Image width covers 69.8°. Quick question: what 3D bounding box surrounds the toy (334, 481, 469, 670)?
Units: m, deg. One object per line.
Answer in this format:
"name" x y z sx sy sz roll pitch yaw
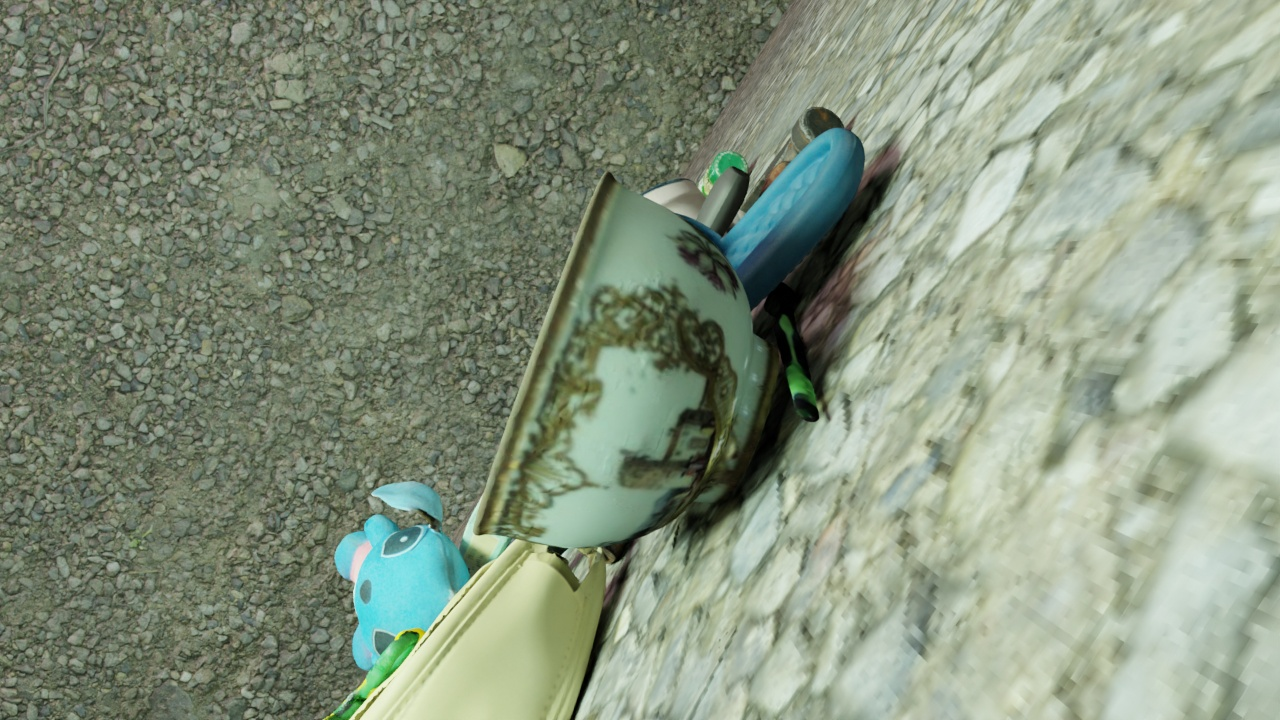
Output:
"toy" -0.218 0.225 0.822 0.192 0.098 0.224 -23 68 53

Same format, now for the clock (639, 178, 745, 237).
"clock" 0.027 -0.086 0.738 0.157 0.059 0.117 -20 -24 -48

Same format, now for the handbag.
"handbag" -0.111 0.194 0.469 0.233 0.088 0.190 -54 4 36

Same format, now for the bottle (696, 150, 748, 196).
"bottle" 0.088 -0.200 1.057 0.042 0.042 0.110 -60 5 -20

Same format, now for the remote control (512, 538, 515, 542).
"remote control" -0.116 0.195 0.783 0.050 0.022 0.133 -55 7 37

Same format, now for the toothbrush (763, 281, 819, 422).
"toothbrush" 0.066 -0.007 0.411 0.187 0.014 0.017 -75 6 -70

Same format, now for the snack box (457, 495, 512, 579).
"snack box" -0.112 0.106 0.877 0.193 0.044 0.142 -63 3 -33

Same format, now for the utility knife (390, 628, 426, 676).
"utility knife" -0.157 0.255 0.596 0.029 0.020 0.175 26 109 44

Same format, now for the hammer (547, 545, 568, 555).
"hammer" -0.126 0.189 0.635 0.334 0.033 0.133 -47 -32 23

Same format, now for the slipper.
"slipper" 0.030 -0.047 0.490 0.214 0.059 0.103 -41 18 33

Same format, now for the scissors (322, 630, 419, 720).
"scissors" -0.159 0.191 0.490 0.127 0.011 0.122 -53 -9 35

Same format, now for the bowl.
"bowl" 0.001 0.012 0.386 0.160 0.094 0.160 -163 94 -86

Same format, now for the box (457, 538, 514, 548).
"box" -0.194 0.260 0.915 0.176 0.060 0.242 -50 10 46

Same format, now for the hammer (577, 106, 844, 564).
"hammer" 0.042 -0.017 0.588 0.329 0.033 0.120 -61 3 -28

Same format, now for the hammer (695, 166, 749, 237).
"hammer" -0.004 0.004 0.661 0.311 0.029 0.124 -62 0 19
